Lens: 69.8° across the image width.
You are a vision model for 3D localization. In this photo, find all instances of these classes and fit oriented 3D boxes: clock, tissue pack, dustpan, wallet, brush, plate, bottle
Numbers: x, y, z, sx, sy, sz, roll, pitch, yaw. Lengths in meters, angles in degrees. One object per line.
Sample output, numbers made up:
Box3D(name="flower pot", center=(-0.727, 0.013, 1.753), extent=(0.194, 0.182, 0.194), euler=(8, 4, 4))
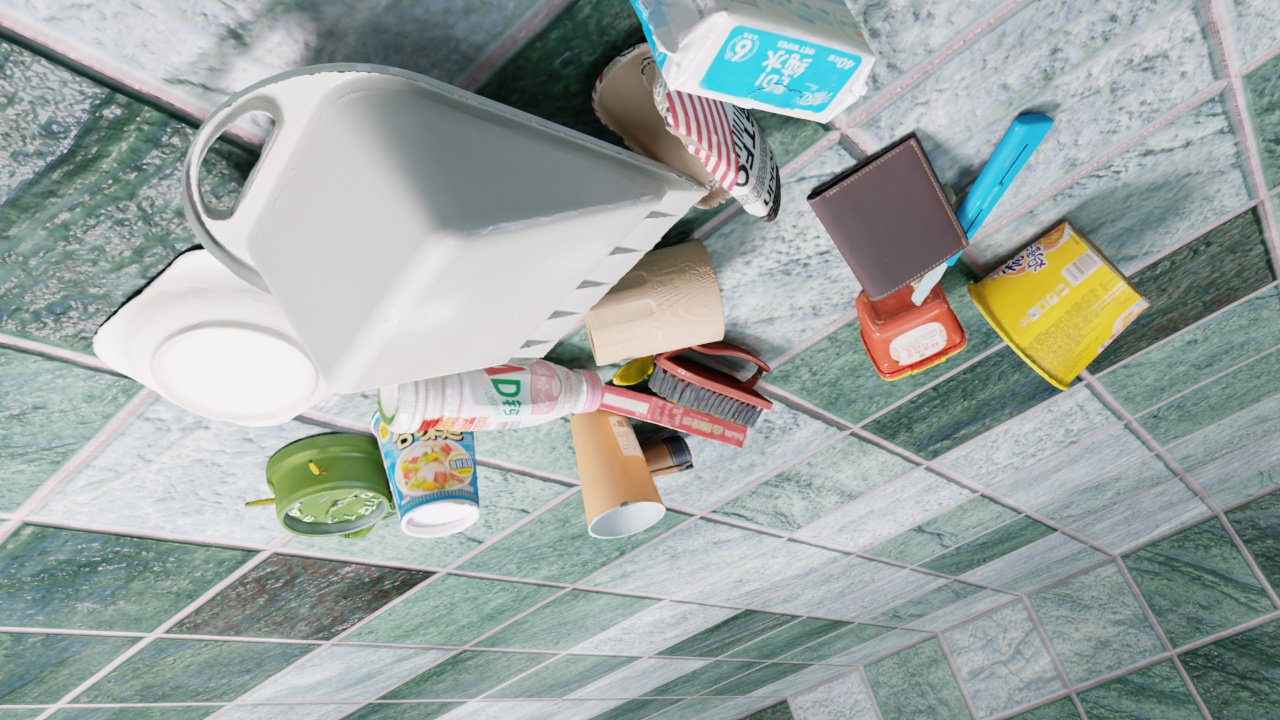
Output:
Box3D(name="clock", center=(-0.285, 0.127, 0.889), extent=(0.116, 0.056, 0.161), euler=(-31, 147, 23))
Box3D(name="tissue pack", center=(0.061, -0.189, 0.523), extent=(0.139, 0.090, 0.063), euler=(2, 143, -31))
Box3D(name="dustpan", center=(-0.132, -0.087, 0.581), extent=(0.257, 0.142, 0.223), euler=(-19, 163, -50))
Box3D(name="wallet", center=(-0.004, 0.112, 1.003), extent=(0.115, 0.033, 0.090), euler=(-13, -176, -6))
Box3D(name="brush", center=(0.068, 0.014, 0.892), extent=(0.145, 0.063, 0.069), euler=(19, 103, -43))
Box3D(name="plate", center=(-0.296, 0.000, 0.676), extent=(0.164, 0.034, 0.164), euler=(-32, 137, 24))
Box3D(name="wallet", center=(0.205, -0.114, 0.751), extent=(0.096, 0.020, 0.122), euler=(-32, 125, 15))
Box3D(name="bottle", center=(-0.126, 0.027, 0.803), extent=(0.196, 0.068, 0.068), euler=(0, 145, -34))

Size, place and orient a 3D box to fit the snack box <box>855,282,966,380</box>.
Box3D(name="snack box", center=(0.258, -0.037, 0.886), extent=(0.091, 0.082, 0.080), euler=(-25, 139, 11))

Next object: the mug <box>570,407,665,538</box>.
Box3D(name="mug", center=(-0.029, 0.106, 0.922), extent=(0.078, 0.122, 0.078), euler=(-13, 150, -8))

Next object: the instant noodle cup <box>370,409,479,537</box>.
Box3D(name="instant noodle cup", center=(-0.191, 0.098, 0.837), extent=(0.099, 0.109, 0.099), euler=(-12, 149, -8))

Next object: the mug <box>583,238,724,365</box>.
Box3D(name="mug", center=(0.006, -0.042, 0.755), extent=(0.103, 0.084, 0.125), euler=(-13, 171, -5))

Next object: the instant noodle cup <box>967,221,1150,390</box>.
Box3D(name="instant noodle cup", center=(0.404, -0.059, 0.882), extent=(0.138, 0.138, 0.110), euler=(17, 126, -44))

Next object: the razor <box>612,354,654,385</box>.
Box3D(name="razor", center=(-0.005, 0.005, 0.783), extent=(0.028, 0.043, 0.132), euler=(-11, -174, 9))

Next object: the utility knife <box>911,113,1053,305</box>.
Box3D(name="utility knife", center=(0.280, -0.122, 0.776), extent=(0.034, 0.018, 0.192), euler=(1, 132, -30))

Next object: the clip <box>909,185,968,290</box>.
Box3D(name="clip", center=(0.261, -0.106, 0.819), extent=(0.082, 0.034, 0.105), euler=(21, 124, -41))

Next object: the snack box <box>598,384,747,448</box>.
Box3D(name="snack box", center=(0.035, 0.057, 0.930), extent=(0.075, 0.025, 0.152), euler=(12, 175, 44))

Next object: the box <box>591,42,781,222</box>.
Box3D(name="box", center=(0.032, -0.147, 0.611), extent=(0.088, 0.076, 0.162), euler=(-6, 160, 35))
